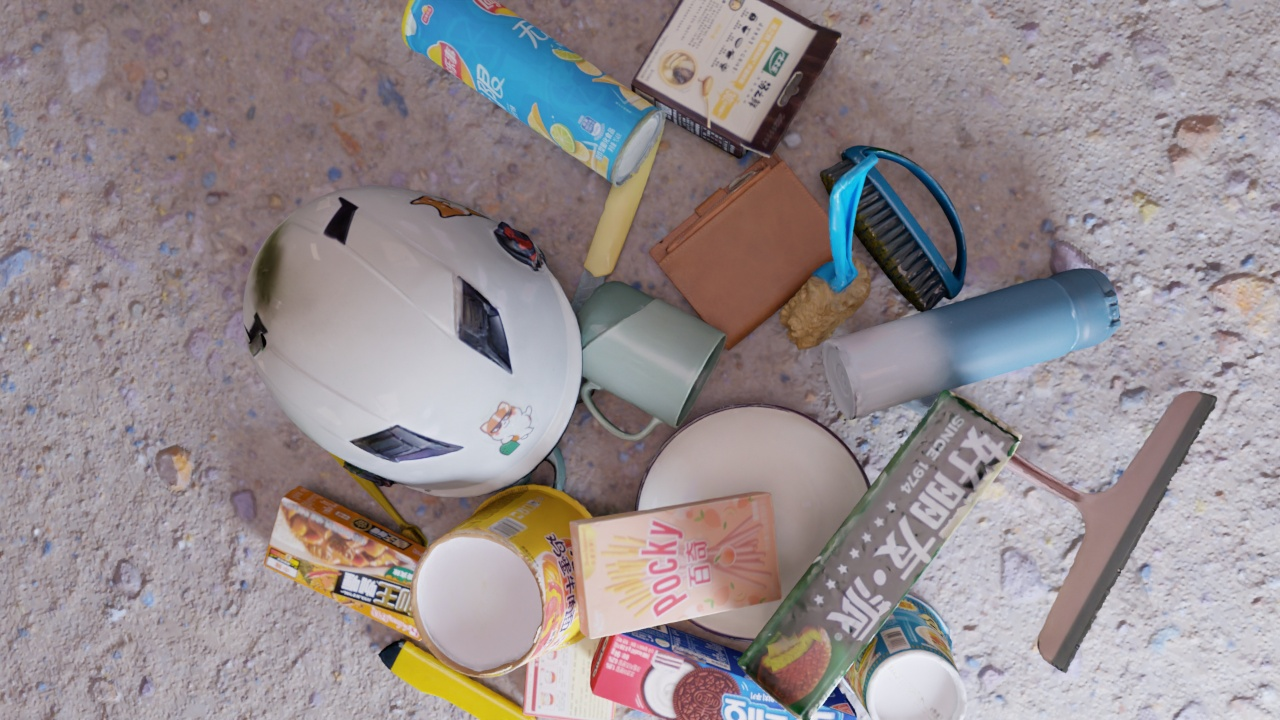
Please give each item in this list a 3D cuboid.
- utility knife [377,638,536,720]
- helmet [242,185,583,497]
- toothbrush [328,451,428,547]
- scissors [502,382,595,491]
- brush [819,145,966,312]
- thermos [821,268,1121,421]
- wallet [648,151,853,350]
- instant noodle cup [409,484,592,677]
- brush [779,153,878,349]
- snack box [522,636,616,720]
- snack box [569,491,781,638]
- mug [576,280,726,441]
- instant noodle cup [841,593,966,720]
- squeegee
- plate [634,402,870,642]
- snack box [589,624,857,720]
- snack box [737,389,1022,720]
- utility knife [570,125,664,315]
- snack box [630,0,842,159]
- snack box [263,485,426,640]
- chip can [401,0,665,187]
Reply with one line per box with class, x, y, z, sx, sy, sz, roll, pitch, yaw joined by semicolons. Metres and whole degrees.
utility knife;-0.148;0.288;0.787;0.170;0.015;0.033;30;100;3
helmet;-0.190;-0.025;0.681;0.274;0.156;0.230;38;97;26
toothbrush;-0.250;0.093;0.788;0.016;0.016;0.190;-42;88;6
scissors;-0.126;0.056;0.775;0.181;0.019;0.170;20;95;6
brush;0.206;-0.110;0.716;0.073;0.055;0.144;-37;88;6
thermos;0.251;-0.015;0.695;0.220;0.070;0.070;-16;90;-4
wallet;0.088;-0.089;0.741;0.132;0.031;0.108;-40;92;6
instant noodle cup;-0.102;0.172;0.704;0.138;0.109;0.138;1;92;17
brush;0.136;-0.072;0.635;0.083;0.255;0.046;-37;71;-6
snack box;-0.053;0.222;0.769;0.077;0.027;0.156;5;93;5
snack box;0.028;0.151;0.687;0.157;0.026;0.084;-6;91;-20
mug;-0.004;0.004;0.725;0.106;0.082;0.112;28;93;9
instant noodle cup;0.201;0.238;0.703;0.099;0.110;0.099;0;91;6
squeegee;0.277;0.065;0.725;0.249;0.040;0.247;34;80;10
plate;0.092;0.129;0.745;0.192;0.039;0.192;0;92;5
snack box;0.066;0.263;0.731;0.207;0.057;0.058;21;93;-4
snack box;0.170;0.134;0.655;0.063;0.114;0.240;37;96;16
utility knife;-0.024;-0.112;0.757;0.031;0.022;0.212;20;87;5
snack box;0.073;-0.230;0.723;0.125;0.053;0.113;31;90;3
snack box;-0.239;0.171;0.776;0.154;0.026;0.075;24;111;5
chip can;-0.085;-0.224;0.726;0.210;0.071;0.071;35;95;7
